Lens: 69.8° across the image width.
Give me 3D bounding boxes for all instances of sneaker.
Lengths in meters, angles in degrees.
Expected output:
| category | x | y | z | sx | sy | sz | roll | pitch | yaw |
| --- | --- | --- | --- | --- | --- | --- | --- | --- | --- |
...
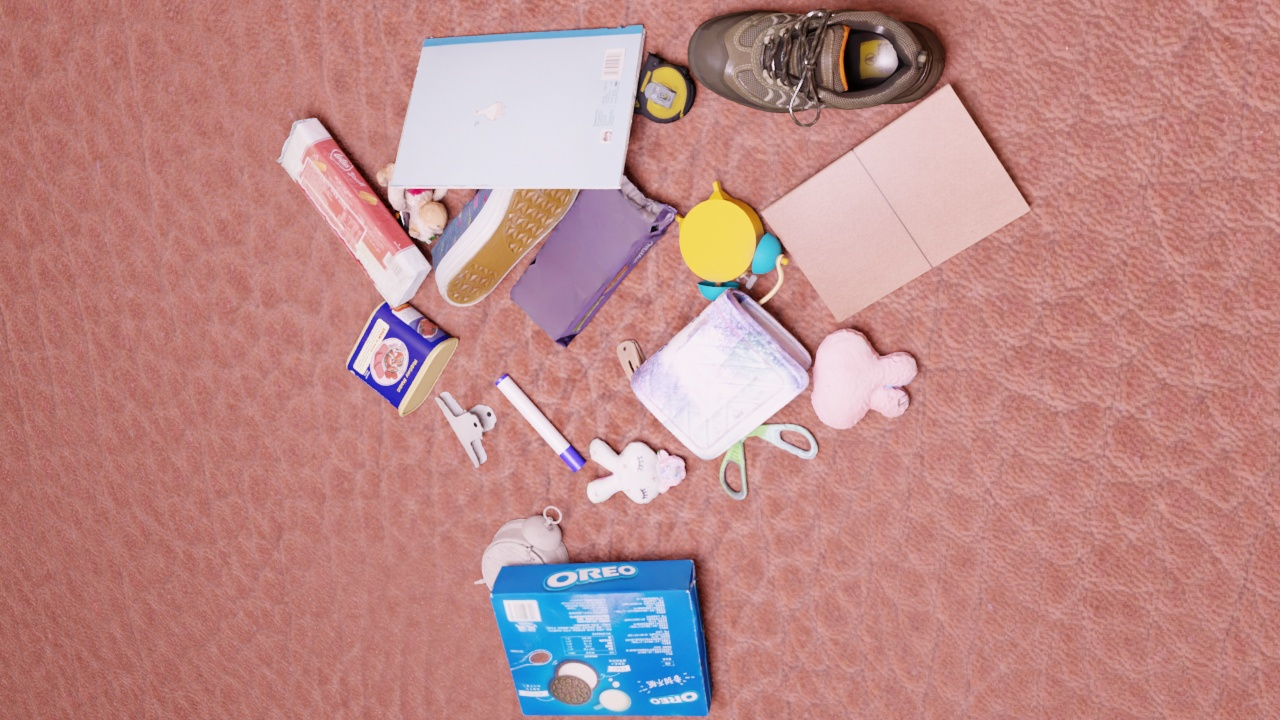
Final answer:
| category | x | y | z | sx | sy | sz | roll | pitch | yaw |
| --- | --- | --- | --- | --- | --- | --- | --- | --- | --- |
| sneaker | 0.148 | -0.264 | 0.823 | 0.238 | 0.142 | 0.101 | 6 | 109 | 17 |
| sneaker | -0.149 | -0.166 | 1.002 | 0.236 | 0.087 | 0.079 | -48 | 54 | 21 |

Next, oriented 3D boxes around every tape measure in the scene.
| category | x | y | z | sx | sy | sz | roll | pitch | yaw |
| --- | --- | --- | --- | --- | --- | --- | --- | --- | --- |
| tape measure | 0.024 | -0.269 | 0.922 | 0.061 | 0.034 | 0.062 | 24 | 114 | 8 |

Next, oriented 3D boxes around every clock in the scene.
| category | x | y | z | sx | sy | sz | roll | pitch | yaw |
| --- | --- | --- | --- | --- | --- | --- | --- | --- | --- |
| clock | 0.091 | -0.113 | 0.944 | 0.099 | 0.043 | 0.129 | -35 | 85 | 31 |
| clock | -0.138 | 0.239 | 1.123 | 0.103 | 0.061 | 0.157 | 33 | 116 | 5 |

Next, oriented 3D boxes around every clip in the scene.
| category | x | y | z | sx | sy | sz | roll | pitch | yaw |
| --- | --- | --- | --- | --- | --- | --- | --- | --- | --- |
| clip | -0.203 | 0.076 | 1.121 | 0.056 | 0.045 | 0.102 | -25 | 99 | 31 |
| clip | -0.007 | 0.009 | 1.024 | 0.026 | 0.052 | 0.059 | -21 | 127 | 23 |

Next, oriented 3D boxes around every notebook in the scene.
| category | x | y | z | sx | sy | sz | roll | pitch | yaw |
| --- | --- | --- | --- | --- | --- | --- | --- | --- | --- |
| notebook | 0.242 | -0.146 | 0.890 | 0.210 | 0.008 | 0.141 | -33 | 100 | 27 |
| notebook | -0.127 | -0.258 | 0.938 | 0.254 | 0.009 | 0.181 | 4 | 75 | 18 |

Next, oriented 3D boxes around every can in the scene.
| category | x | y | z | sx | sy | sz | roll | pitch | yaw |
| --- | --- | --- | --- | --- | --- | --- | --- | --- | --- |
| can | -0.287 | -0.007 | 1.098 | 0.092 | 0.056 | 0.116 | 38 | 114 | 5 |

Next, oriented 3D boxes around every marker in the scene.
| category | x | y | z | sx | sy | sz | roll | pitch | yaw |
| --- | --- | --- | --- | --- | --- | --- | --- | --- | --- |
| marker | -0.118 | 0.074 | 1.087 | 0.020 | 0.020 | 0.141 | -42 | 90 | 25 |

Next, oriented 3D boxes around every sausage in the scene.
| category | x | y | z | sx | sy | sz | roll | pitch | yaw |
| --- | --- | --- | --- | --- | --- | --- | --- | --- | --- |
| sausage | -0.275 | -0.152 | 1.067 | 0.020 | 0.020 | 0.155 | 0 | 107 | 18 |

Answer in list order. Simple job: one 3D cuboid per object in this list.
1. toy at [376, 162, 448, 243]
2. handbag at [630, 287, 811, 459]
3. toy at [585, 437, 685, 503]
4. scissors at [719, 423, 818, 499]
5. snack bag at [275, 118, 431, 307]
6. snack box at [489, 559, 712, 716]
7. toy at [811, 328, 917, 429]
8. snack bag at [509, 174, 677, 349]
| category | x | y | z | sx | sy | sz | roll | pitch | yaw |
| --- | --- | --- | --- | --- | --- | --- | --- | --- | --- |
| toy | -0.248 | -0.177 | 1.020 | 0.074 | 0.085 | 0.106 | 14 | 122 | 36 |
| handbag | 0.084 | 0.012 | 0.958 | 0.126 | 0.069 | 0.159 | 44 | 119 | -9 |
| toy | -0.007 | 0.128 | 1.058 | 0.123 | 0.038 | 0.079 | -4 | 99 | 17 |
| scissors | 0.117 | 0.074 | 1.015 | 0.172 | 0.023 | 0.171 | 3 | 109 | 23 |
| snack bag | -0.328 | -0.168 | 1.051 | 0.225 | 0.041 | 0.078 | 53 | 135 | 5 |
| snack box | -0.042 | 0.334 | 1.090 | 0.239 | 0.056 | 0.196 | -4 | 116 | 10 |
| toy | 0.228 | 0.022 | 0.940 | 0.105 | 0.053 | 0.108 | 7 | 109 | 5 |
| snack bag | -0.058 | -0.111 | 0.985 | 0.096 | 0.058 | 0.206 | 42 | 117 | 3 |
